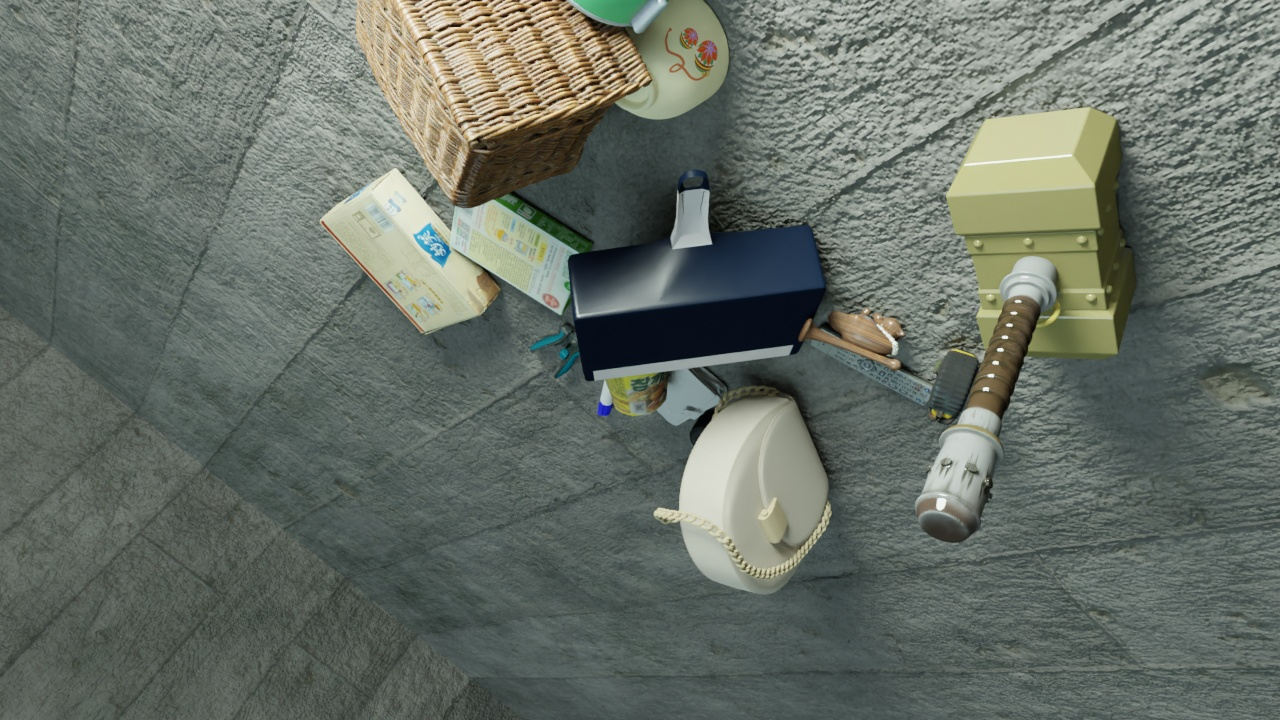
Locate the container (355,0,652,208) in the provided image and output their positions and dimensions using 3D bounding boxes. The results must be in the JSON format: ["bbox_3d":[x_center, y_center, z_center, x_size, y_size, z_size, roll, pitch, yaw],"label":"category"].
[{"bbox_3d":[-0.137,-0.260,0.766,0.250,0.162,0.184,60,156,8],"label":"container"}]

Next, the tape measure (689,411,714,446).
[{"bbox_3d":[0.100,0.099,1.169,0.072,0.042,0.071,15,145,30],"label":"tape measure"}]

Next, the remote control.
[{"bbox_3d":[0.242,0.004,0.956,0.136,0.013,0.033,30,146,6],"label":"remote control"}]

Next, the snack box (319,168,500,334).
[{"bbox_3d":[-0.301,-0.136,1.203,0.154,0.055,0.207,-12,126,47],"label":"snack box"}]

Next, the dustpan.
[{"bbox_3d":[0.051,-0.076,0.886,0.236,0.080,0.273,-7,160,-2],"label":"dustpan"}]

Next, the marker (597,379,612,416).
[{"bbox_3d":[-0.040,0.031,1.220,0.020,0.020,0.142,28,146,9],"label":"marker"}]

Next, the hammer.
[{"bbox_3d":[0.259,-0.010,0.646,0.101,0.323,0.190,3,135,38],"label":"hammer"}]

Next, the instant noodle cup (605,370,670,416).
[{"bbox_3d":[-0.006,0.006,1.084,0.102,0.102,0.108,18,140,23],"label":"instant noodle cup"}]

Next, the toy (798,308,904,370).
[{"bbox_3d":[0.213,-0.027,0.902,0.102,0.054,0.042,22,160,5],"label":"toy"}]

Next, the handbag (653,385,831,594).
[{"bbox_3d":[0.128,0.156,1.065,0.103,0.208,0.211,6,137,40],"label":"handbag"}]

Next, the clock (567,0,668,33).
[{"bbox_3d":[-0.029,-0.331,0.673,0.161,0.121,0.076,41,147,-16],"label":"clock"}]

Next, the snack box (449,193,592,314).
[{"bbox_3d":[-0.147,-0.139,1.096,0.168,0.027,0.132,32,147,2],"label":"snack box"}]

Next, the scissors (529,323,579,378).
[{"bbox_3d":[-0.098,-0.017,1.212,0.122,0.019,0.149,24,140,22],"label":"scissors"}]

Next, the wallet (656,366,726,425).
[{"bbox_3d":[0.047,0.038,1.147,0.086,0.032,0.116,40,146,-5],"label":"wallet"}]

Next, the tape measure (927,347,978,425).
[{"bbox_3d":[0.298,0.022,0.883,0.038,0.067,0.063,21,144,19],"label":"tape measure"}]

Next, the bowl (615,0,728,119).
[{"bbox_3d":[0.007,-0.252,0.785,0.118,0.073,0.118,22,144,17],"label":"bowl"}]
